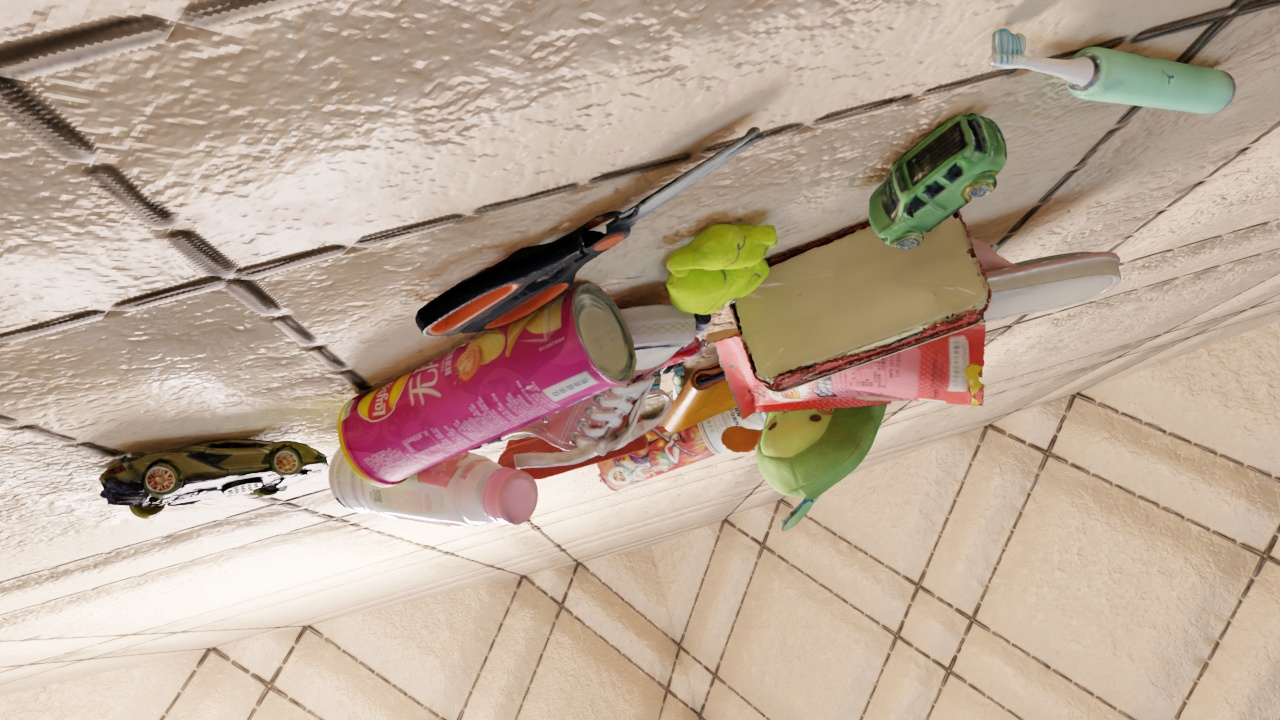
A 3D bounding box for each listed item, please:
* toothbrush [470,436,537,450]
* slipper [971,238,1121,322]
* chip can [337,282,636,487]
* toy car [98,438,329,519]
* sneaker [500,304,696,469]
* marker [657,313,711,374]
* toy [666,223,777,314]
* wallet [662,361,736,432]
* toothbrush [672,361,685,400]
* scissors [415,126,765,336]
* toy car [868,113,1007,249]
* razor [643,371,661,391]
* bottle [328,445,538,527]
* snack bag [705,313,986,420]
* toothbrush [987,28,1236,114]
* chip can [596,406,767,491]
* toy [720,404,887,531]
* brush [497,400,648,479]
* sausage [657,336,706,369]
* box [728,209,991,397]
[{"bbox_3d":[-0.106,0.067,0.845,0.018,0.015,0.182,-10,177,-45],"label":"toothbrush"},{"bbox_3d":[0.243,-0.059,0.749,0.275,0.054,0.114,-10,163,12],"label":"slipper"},{"bbox_3d":[-0.107,0.020,0.627,0.211,0.071,0.071,-24,164,25],"label":"chip can"},{"bbox_3d":[-0.314,0.084,0.687,0.157,0.042,0.070,-2,160,-41],"label":"toy car"},{"bbox_3d":[-0.037,0.030,0.707,0.118,0.087,0.242,-4,162,-40],"label":"sneaker"},{"bbox_3d":[0.032,-0.014,0.761,0.022,0.018,0.131,-9,164,-14],"label":"marker"},{"bbox_3d":[0.049,-0.059,0.589,0.096,0.031,0.100,-8,159,-32],"label":"toy"},{"bbox_3d":[0.087,0.025,0.907,0.119,0.035,0.131,-26,165,-19],"label":"wallet"},{"bbox_3d":[0.039,0.025,0.914,0.016,0.018,0.192,-16,164,0],"label":"toothbrush"},{"bbox_3d":[-0.023,-0.068,0.509,0.235,0.021,0.136,-24,172,11],"label":"scissors"},{"bbox_3d":[0.166,-0.103,0.528,0.036,0.043,0.091,10,145,-29],"label":"toy car"},{"bbox_3d":[-0.047,0.032,0.821,0.133,0.028,0.043,-20,176,27],"label":"razor"},{"bbox_3d":[-0.164,0.097,0.721,0.197,0.068,0.068,3,180,38],"label":"bottle"},{"bbox_3d":[0.166,0.005,0.734,0.208,0.073,0.129,-3,147,19],"label":"snack bag"},{"bbox_3d":[0.253,-0.150,0.486,0.224,0.027,0.026,-7,-169,-35],"label":"toothbrush"},{"bbox_3d":[0.052,0.084,1.042,0.215,0.071,0.071,-22,165,22],"label":"chip can"},{"bbox_3d":[0.172,0.042,0.862,0.228,0.090,0.246,-28,-159,37],"label":"toy"},{"bbox_3d":[-0.069,0.077,0.897,0.146,0.063,0.069,-19,177,14],"label":"brush"},{"bbox_3d":[-0.004,0.004,0.755,0.156,0.020,0.020,-19,168,40],"label":"sausage"},{"bbox_3d":[0.151,-0.042,0.643,0.168,0.091,0.079,-21,168,14],"label":"box"}]
